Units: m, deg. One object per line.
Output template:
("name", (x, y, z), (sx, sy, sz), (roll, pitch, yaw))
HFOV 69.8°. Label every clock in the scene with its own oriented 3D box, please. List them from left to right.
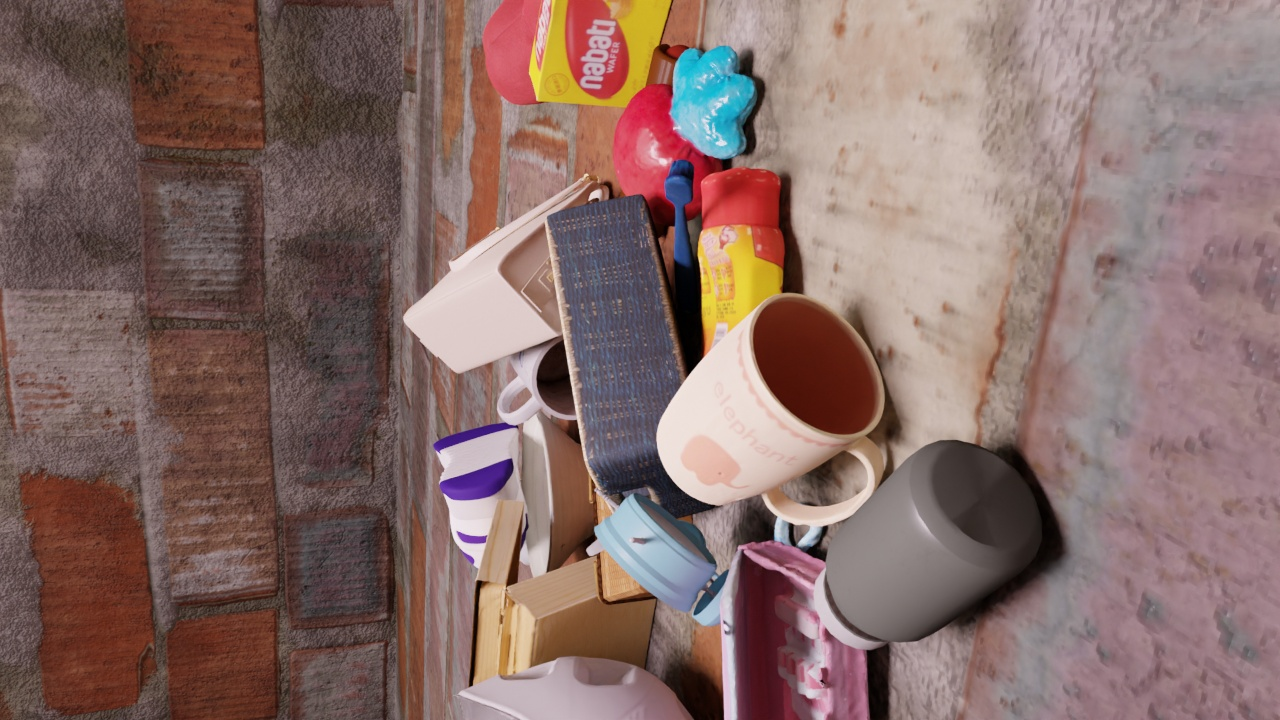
("clock", (0.022, 0.124, 0.552), (0.042, 0.123, 0.087), (-51, 31, 3))

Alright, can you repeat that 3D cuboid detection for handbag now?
("handbag", (-0.094, -0.095, 0.824), (0.195, 0.101, 0.197), (-16, 33, 51))

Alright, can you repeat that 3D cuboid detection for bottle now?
("bottle", (0.060, -0.046, 0.549), (0.071, 0.048, 0.134), (-175, 85, -74))
("bottle", (0.116, 0.083, 0.391), (0.109, 0.060, 0.060), (115, 147, -49))

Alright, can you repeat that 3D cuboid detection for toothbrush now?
("toothbrush", (0.028, -0.071, 0.581), (0.190, 0.016, 0.017), (77, -155, -70))

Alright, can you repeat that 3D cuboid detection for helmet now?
("helmet", (-0.022, 0.330, 0.595), (0.282, 0.183, 0.225), (-110, 13, -53))

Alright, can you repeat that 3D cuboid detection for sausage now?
("sausage", (0.013, -0.159, 0.686), (0.040, 0.040, 0.156), (-114, 30, -46))

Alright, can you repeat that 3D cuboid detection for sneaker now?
("sneaker", (-0.156, 0.139, 0.944), (0.244, 0.091, 0.111), (-134, 31, -75))

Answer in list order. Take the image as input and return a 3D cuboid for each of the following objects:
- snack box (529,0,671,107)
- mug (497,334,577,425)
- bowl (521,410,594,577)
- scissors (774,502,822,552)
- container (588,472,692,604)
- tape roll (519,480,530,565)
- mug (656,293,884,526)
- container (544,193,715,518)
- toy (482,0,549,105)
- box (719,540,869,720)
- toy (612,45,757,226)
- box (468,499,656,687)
("snack box", (-0.023, -0.289, 0.696), (0.201, 0.092, 0.042), (111, 151, -45))
("mug", (-0.086, 0.013, 0.859), (0.119, 0.083, 0.096), (-45, 26, -2))
("bowl", (-0.077, 0.131, 0.907), (0.177, 0.057, 0.176), (178, 91, -74))
("scissors", (0.082, 0.125, 0.552), (0.131, 0.018, 0.109), (-179, 90, -69))
("container", (0.003, 0.128, 0.701), (0.061, 0.063, 0.114), (-19, 73, 61))
("tape roll", (-0.122, 0.179, 1.021), (0.094, 0.019, 0.094), (-13, -90, -76))
("mug", (0.070, 0.038, 0.475), (0.111, 0.085, 0.105), (47, 136, 0))
("container", (-0.004, 0.004, 0.624), (0.145, 0.071, 0.187), (72, -174, -63))
("toy", (-0.085, -0.324, 0.866), (0.217, 0.098, 0.147), (147, 127, -61))
("box", (0.067, 0.222, 0.486), (0.099, 0.080, 0.232), (-168, 73, -67))
("toy", (0.030, -0.151, 0.615), (0.133, 0.062, 0.092), (-42, 77, 41))
("box", (-0.093, 0.272, 0.792), (0.179, 0.141, 0.249), (20, 116, 27))
